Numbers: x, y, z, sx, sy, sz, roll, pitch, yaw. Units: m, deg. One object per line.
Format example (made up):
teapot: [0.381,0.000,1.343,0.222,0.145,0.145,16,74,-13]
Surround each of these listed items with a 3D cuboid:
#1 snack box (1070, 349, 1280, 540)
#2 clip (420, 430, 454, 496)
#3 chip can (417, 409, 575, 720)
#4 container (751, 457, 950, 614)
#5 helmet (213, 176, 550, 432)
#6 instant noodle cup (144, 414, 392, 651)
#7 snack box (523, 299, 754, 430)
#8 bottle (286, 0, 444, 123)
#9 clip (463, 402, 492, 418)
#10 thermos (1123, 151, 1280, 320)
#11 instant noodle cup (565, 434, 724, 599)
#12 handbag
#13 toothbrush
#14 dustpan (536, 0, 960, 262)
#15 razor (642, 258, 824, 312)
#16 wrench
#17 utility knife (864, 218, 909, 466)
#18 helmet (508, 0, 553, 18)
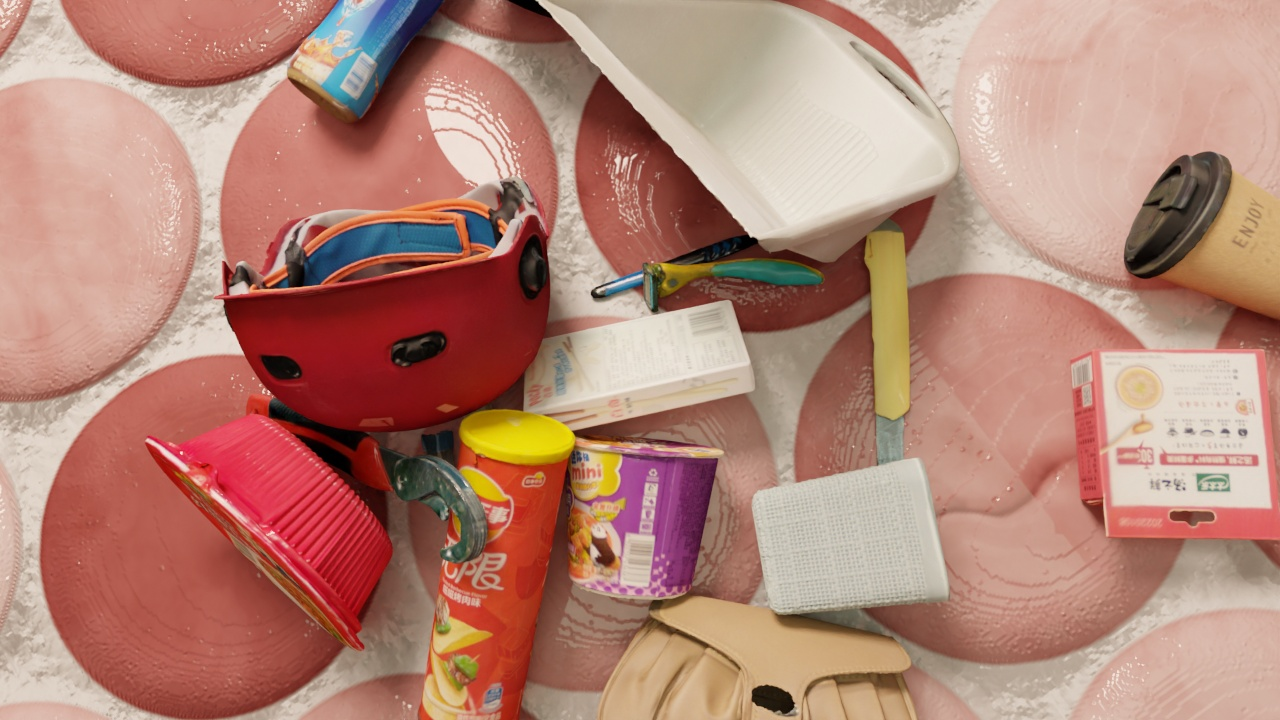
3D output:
snack box: [0.361,0.057,0.624,0.113,0.044,0.127,1,80,4]
clip: [-0.147,0.080,0.672,0.039,0.026,0.058,-10,88,14]
chip can: [-0.097,0.142,0.595,0.073,0.073,0.217,15,106,7]
container: [0.134,0.119,0.611,0.111,0.090,0.090,-10,82,7]
helmet: [-0.154,-0.022,0.596,0.207,0.239,0.144,-9,112,5]
instant noodle cup: [-0.232,0.104,0.606,0.194,0.194,0.065,39,61,9]
snack box: [-0.004,0.004,0.645,0.157,0.084,0.027,-13,125,3]
bottle: [-0.188,-0.289,0.711,0.065,0.065,0.218,32,85,8]
clip: [-0.104,0.083,0.670,0.035,0.092,0.103,-22,45,2]
thermos: [0.406,-0.077,0.622,0.143,0.093,0.093,26,84,1]
instant noodle cup: [-0.003,0.103,0.620,0.111,0.111,0.099,5,91,5]
handbag: [0.078,0.225,0.581,0.204,0.100,0.147,10,50,5]
toothbrush: [0.051,-0.081,0.685,0.189,0.016,0.014,-19,74,2]
dustpan: [0.100,-0.176,0.600,0.143,0.257,0.222,-44,69,16]
razor: [0.068,-0.061,0.674,0.132,0.043,0.028,-3,49,1]
wrench: [-0.194,0.065,0.613,0.274,0.016,0.056,17,106,38]
utility knife: [0.179,-0.011,0.662,0.031,0.020,0.196,-1,80,9]
helmet: [-0.035,-0.348,0.611,0.233,0.274,0.230,-10,108,-7]
